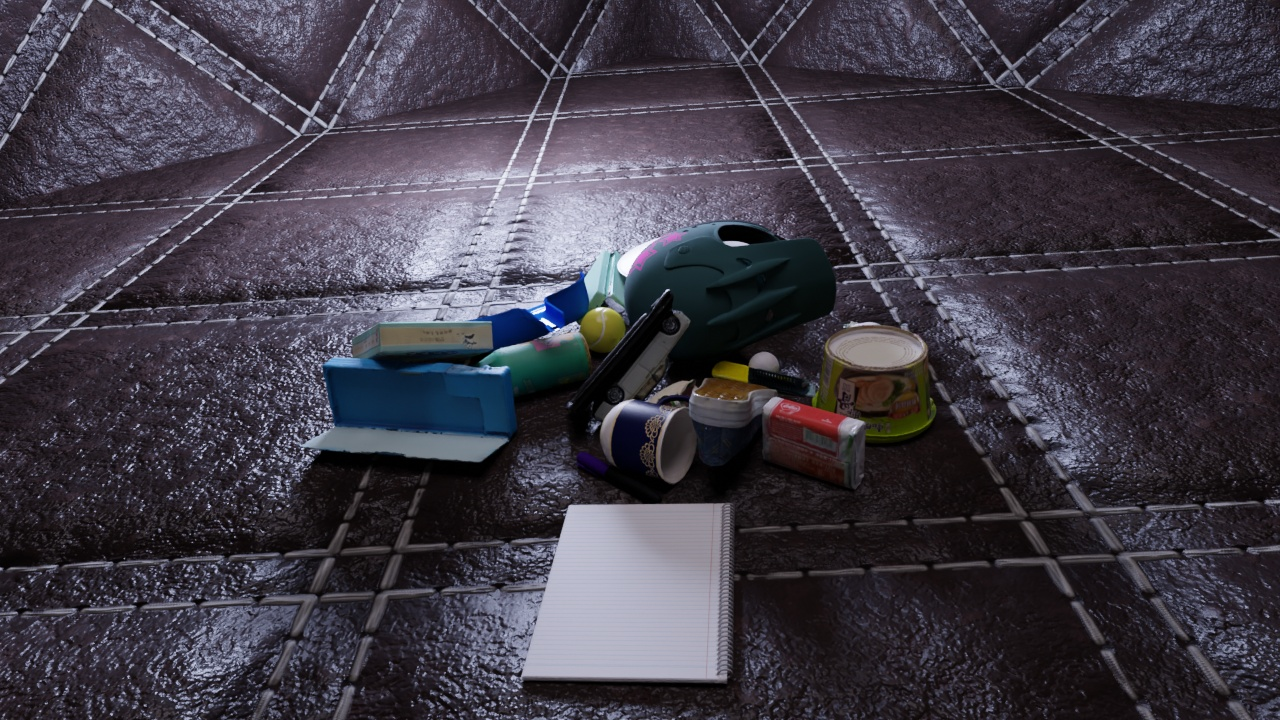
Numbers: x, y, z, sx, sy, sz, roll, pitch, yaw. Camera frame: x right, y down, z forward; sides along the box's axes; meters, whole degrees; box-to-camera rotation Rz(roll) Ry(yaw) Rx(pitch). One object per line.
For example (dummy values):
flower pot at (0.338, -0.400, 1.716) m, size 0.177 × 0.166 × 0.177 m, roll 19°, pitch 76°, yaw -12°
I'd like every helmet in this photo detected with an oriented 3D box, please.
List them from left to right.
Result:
helmet at (0.114, -0.098, 1.259) m, size 0.275 × 0.176 × 0.200 m, roll -16°, pitch 27°, yaw 3°

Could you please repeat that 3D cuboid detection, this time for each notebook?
notebook at (-0.001, 0.210, 0.871) m, size 0.178 × 0.013 × 0.245 m, roll -2°, pitch 27°, yaw 7°

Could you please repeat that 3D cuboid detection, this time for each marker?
marker at (-0.026, 0.132, 1.024) m, size 0.134 × 0.015 × 0.018 m, roll 23°, pitch 65°, yaw 41°

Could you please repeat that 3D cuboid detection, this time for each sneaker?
sneaker at (0.101, 0.068, 1.051) m, size 0.087 × 0.079 × 0.235 m, roll 9°, pitch 6°, yaw 16°

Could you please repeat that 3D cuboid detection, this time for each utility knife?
utility knife at (0.157, 0.026, 1.165) m, size 0.173 × 0.020 × 0.028 m, roll 13°, pitch 64°, yaw 50°

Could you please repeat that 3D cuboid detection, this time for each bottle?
bottle at (-0.172, 0.015, 1.214) m, size 0.209 × 0.068 × 0.068 m, roll -14°, pitch 29°, yaw -19°

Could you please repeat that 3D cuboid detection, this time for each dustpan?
dustpan at (-0.154, -0.061, 1.301) m, size 0.245 × 0.059 × 0.258 m, roll -22°, pitch 23°, yaw -16°

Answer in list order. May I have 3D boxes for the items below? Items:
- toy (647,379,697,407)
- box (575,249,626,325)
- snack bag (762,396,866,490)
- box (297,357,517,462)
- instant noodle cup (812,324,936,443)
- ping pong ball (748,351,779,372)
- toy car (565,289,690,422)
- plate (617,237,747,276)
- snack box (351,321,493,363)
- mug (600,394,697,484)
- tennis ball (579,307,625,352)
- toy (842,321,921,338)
toy at (0.033, 0.056, 1.124) m, size 0.087 × 0.113 × 0.050 m, roll -35°, pitch 83°, yaw -30°
box at (-0.039, -0.104, 1.471) m, size 0.093 × 0.077 × 0.187 m, roll 29°, pitch 23°, yaw -13°
snack bag at (0.189, 0.089, 1.007) m, size 0.116 × 0.077 × 0.036 m, roll 16°, pitch 35°, yaw 34°
box at (-0.284, 0.064, 1.107) m, size 0.244 × 0.094 × 0.115 m, roll 3°, pitch 24°, yaw 14°
instant noodle cup at (0.281, 0.023, 1.100) m, size 0.146 × 0.098 × 0.146 m, roll -3°, pitch 27°, yaw 1°
ping pong ball at (0.163, 0.009, 1.210) m, size 0.040 × 0.040 × 0.040 m, roll -3°, pitch 27°, yaw 2°
toy car at (-0.007, 0.007, 1.137) m, size 0.191 × 0.071 × 0.094 m, roll -51°, pitch 5°, yaw -4°
plate at (0.074, -0.180, 1.456) m, size 0.229 × 0.030 × 0.229 m, roll -8°, pitch 25°, yaw 4°
snack box at (-0.292, -0.022, 1.212) m, size 0.141 × 0.044 × 0.194 m, roll -2°, pitch -4°, yaw -27°
mug at (0.011, 0.078, 1.038) m, size 0.089 × 0.086 × 0.111 m, roll 10°, pitch 50°, yaw 30°
tennis ball at (-0.054, -0.043, 1.316) m, size 0.065 × 0.065 × 0.065 m, roll -3°, pitch 27°, yaw 2°
toy at (0.330, -0.028, 1.259) m, size 0.109 × 0.041 × 0.095 m, roll 7°, pitch 14°, yaw 13°
